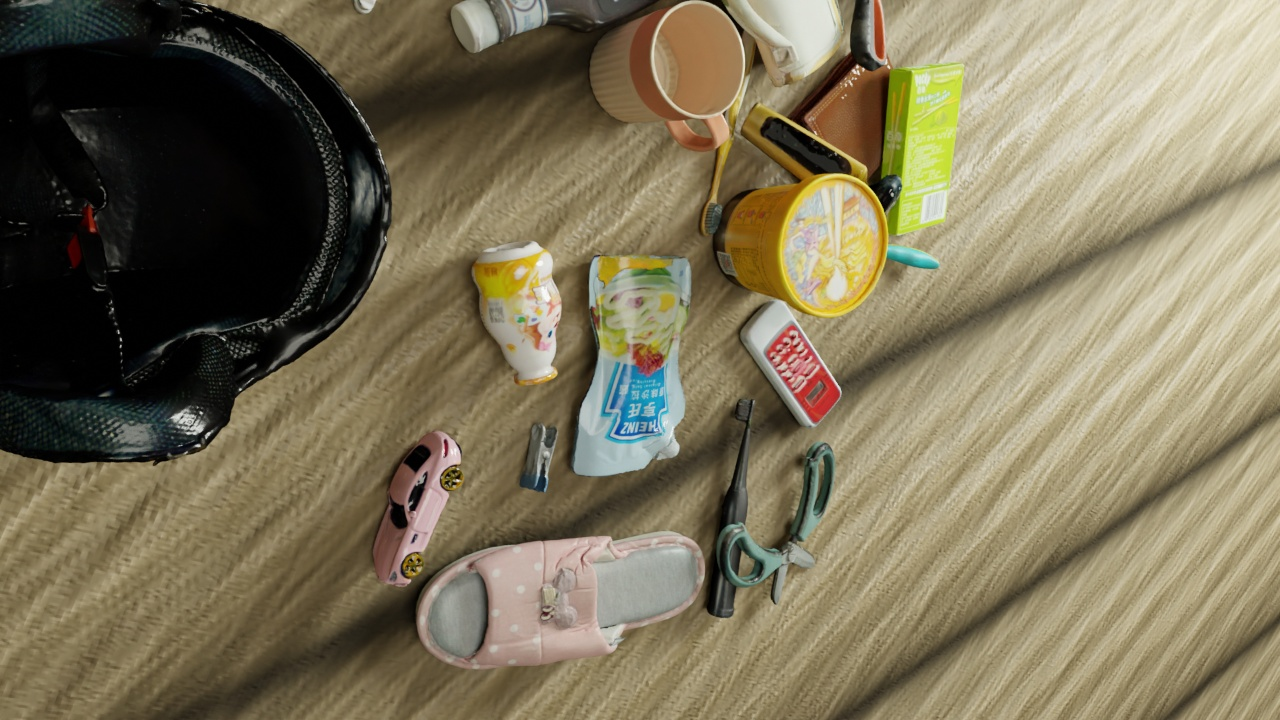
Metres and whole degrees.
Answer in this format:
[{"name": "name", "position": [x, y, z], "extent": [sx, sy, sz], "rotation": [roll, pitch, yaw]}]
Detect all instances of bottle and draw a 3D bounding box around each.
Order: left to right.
[{"name": "bottle", "position": [-0.092, -0.036, 0.716], "extent": [0.063, 0.063, 0.108], "rotation": [-18, 109, -26]}, {"name": "bottle", "position": [-0.052, -0.289, 0.700], "extent": [0.194, 0.044, 0.080], "rotation": [-32, 106, -20]}]

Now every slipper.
[{"name": "slipper", "position": [-0.056, 0.205, 0.789], "extent": [0.273, 0.054, 0.114], "rotation": [-1, 101, -30]}]

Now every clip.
[{"name": "clip", "position": [-0.085, 0.081, 0.766], "extent": [0.036, 0.026, 0.058], "rotation": [18, 85, -39]}]

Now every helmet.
[{"name": "helmet", "position": [-0.288, -0.084, 0.498], "extent": [0.274, 0.230, 0.234], "rotation": [-15, 116, -37]}]

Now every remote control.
[{"name": "remote control", "position": [0.147, 0.005, 0.888], "extent": [0.055, 0.020, 0.136], "rotation": [-45, 118, -14]}]

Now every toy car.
[{"name": "toy car", "position": [-0.174, 0.112, 0.701], "extent": [0.037, 0.056, 0.122], "rotation": [25, 87, -35]}]

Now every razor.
[{"name": "razor", "position": [0.161, -0.174, 0.817], "extent": [0.167, 0.067, 0.062], "rotation": [30, 95, -16]}, {"name": "razor", "position": [0.247, -0.106, 0.918], "extent": [0.132, 0.028, 0.043], "rotation": [4, 121, -27]}]

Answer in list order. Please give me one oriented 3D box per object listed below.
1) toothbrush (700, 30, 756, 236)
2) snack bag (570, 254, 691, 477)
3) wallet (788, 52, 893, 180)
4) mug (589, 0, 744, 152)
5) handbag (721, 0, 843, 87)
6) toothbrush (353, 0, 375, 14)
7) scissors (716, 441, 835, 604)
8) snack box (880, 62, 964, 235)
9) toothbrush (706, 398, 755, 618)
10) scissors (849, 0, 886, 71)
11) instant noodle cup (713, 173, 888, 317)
[{"name": "toothbrush", "position": [0.080, -0.204, 0.808], "extent": [0.016, 0.018, 0.191], "rotation": [10, 94, -33]}, {"name": "snack bag", "position": [-0.005, 0.005, 0.791], "extent": [0.110, 0.039, 0.191], "rotation": [-5, 103, -41]}, {"name": "wallet", "position": [0.205, -0.228, 0.870], "extent": [0.124, 0.032, 0.101], "rotation": [-48, 122, -13]}, {"name": "mug", "position": [0.025, -0.217, 0.722], "extent": [0.081, 0.106, 0.114], "rotation": [-42, 117, -16]}, {"name": "handbag", "position": [0.103, -0.302, 0.725], "extent": [0.163, 0.063, 0.178], "rotation": [62, 33, -24]}, {"name": "toothbrush", "position": [-0.165, -0.329, 0.642], "extent": [0.016, 0.016, 0.180], "rotation": [20, 89, -34]}, {"name": "scissors", "position": [0.140, 0.153, 0.898], "extent": [0.171, 0.019, 0.170], "rotation": [27, 82, -45]}, {"name": "snack box", "position": [0.271, -0.205, 0.892], "extent": [0.085, 0.026, 0.156], "rotation": [-20, 120, -36]}, {"name": "toothbrush", "position": [0.089, 0.141, 0.879], "extent": [0.027, 0.026, 0.213], "rotation": [7, 96, 1]}, {"name": "scissors", "position": [0.181, -0.348, 0.778], "extent": [0.220, 0.022, 0.228], "rotation": [-18, 98, -56]}, {"name": "instant noodle cup", "position": [0.132, -0.103, 0.802], "extent": [0.118, 0.114, 0.118], "rotation": [-6, 103, -30]}]
